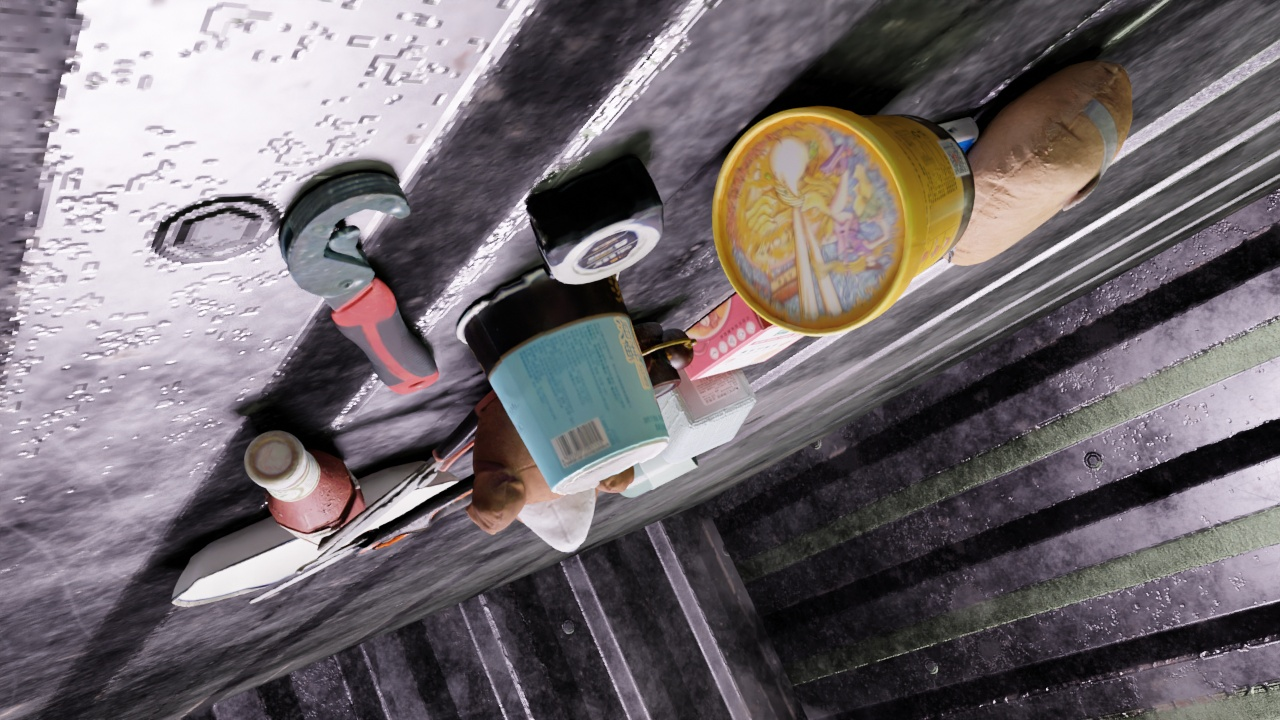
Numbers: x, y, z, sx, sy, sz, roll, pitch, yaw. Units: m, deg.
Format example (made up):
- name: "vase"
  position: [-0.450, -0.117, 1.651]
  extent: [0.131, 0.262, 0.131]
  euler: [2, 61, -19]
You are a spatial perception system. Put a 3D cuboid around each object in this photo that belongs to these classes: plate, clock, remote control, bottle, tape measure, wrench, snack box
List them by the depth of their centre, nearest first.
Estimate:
- name: "tape measure"
  position: [-0.023, -0.068, 0.472]
  extent: [0.065, 0.033, 0.066]
  euler: [-22, 165, -6]
- name: "wrench"
  position: [-0.136, -0.022, 0.480]
  extent: [0.056, 0.016, 0.274]
  euler: [-22, 166, -13]
- name: "bottle"
  position: [-0.233, 0.089, 0.638]
  extent: [0.059, 0.059, 0.206]
  euler: [-22, 167, -15]
- name: "remote control"
  position: [0.189, -0.127, 0.663]
  extent: [0.049, 0.024, 0.125]
  euler: [-19, 162, -26]
- name: "clock"
  position: [-0.004, 0.004, 0.746]
  extent: [0.081, 0.055, 0.122]
  euler: [-15, 166, -37]
- name: "snack box"
  position: [0.112, -0.035, 0.840]
  extent: [0.113, 0.044, 0.127]
  euler: [-12, 163, -44]
- name: "plate"
  position: [-0.292, 0.154, 0.843]
  extent: [0.265, 0.034, 0.162]
  euler: [-23, 168, -10]

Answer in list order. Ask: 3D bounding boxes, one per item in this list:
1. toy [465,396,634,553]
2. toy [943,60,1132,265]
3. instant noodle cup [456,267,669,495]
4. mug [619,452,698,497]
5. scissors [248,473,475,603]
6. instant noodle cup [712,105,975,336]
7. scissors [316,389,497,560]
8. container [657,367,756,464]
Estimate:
- name: "toy"
  position: [-0.067, 0.085, 0.700]
  extent: [0.140, 0.130, 0.200]
  euler: [-14, 175, -10]
- name: "toy"
  position: [0.272, -0.127, 0.685]
  extent: [0.143, 0.082, 0.226]
  euler: [-39, 170, -12]
- name: "instant noodle cup"
  position: [-0.040, 0.015, 0.572]
  extent: [0.111, 0.120, 0.111]
  euler: [-24, 167, -6]
- name: "mug"
  position: [0.010, 0.120, 1.212]
  extent: [0.106, 0.082, 0.111]
  euler: [-28, -161, 8]
- name: "scissors"
  position: [-0.221, 0.153, 0.794]
  extent: [0.220, 0.021, 0.228]
  euler: [-28, 174, -16]
- name: "instant noodle cup"
  position: [0.120, -0.085, 0.512]
  extent: [0.114, 0.118, 0.119]
  euler: [-23, 169, -44]
- name: "scissors"
  position: [-0.150, 0.071, 0.691]
  extent: [0.199, 0.015, 0.204]
  euler: [-47, 171, 23]
- name: "container"
  position: [0.058, 0.040, 0.939]
  extent: [0.090, 0.090, 0.112]
  euler: [-22, 165, -17]
